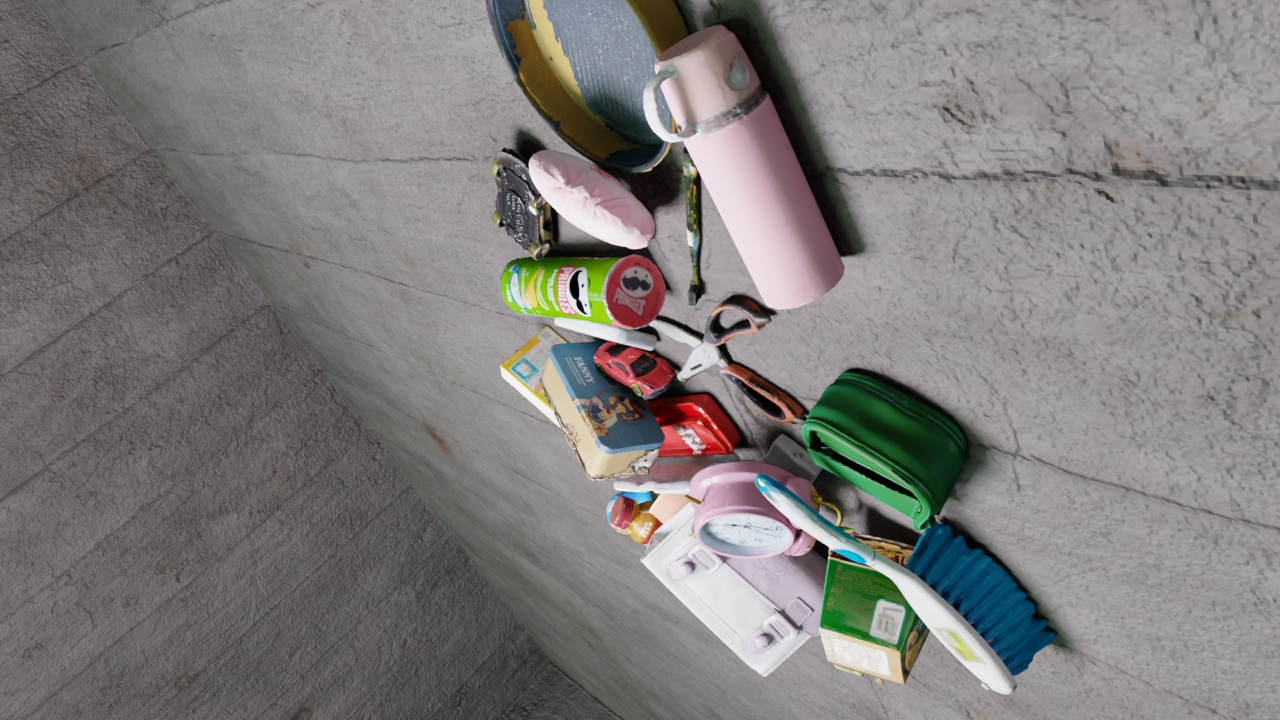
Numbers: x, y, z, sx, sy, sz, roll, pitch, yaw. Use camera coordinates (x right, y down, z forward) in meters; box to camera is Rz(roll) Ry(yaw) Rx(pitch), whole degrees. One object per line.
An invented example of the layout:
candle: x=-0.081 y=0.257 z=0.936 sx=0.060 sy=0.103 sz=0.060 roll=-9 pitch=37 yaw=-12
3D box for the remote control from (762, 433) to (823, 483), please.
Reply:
remote control: x=0.154 y=0.125 z=0.985 sx=0.056 sy=0.019 sz=0.135 roll=39 pitch=156 yaw=15

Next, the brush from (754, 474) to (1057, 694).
brush: x=0.236 y=0.180 z=0.810 sx=0.314 sy=0.109 sz=0.061 roll=47 pitch=158 yaw=-6

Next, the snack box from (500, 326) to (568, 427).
snack box: x=-0.102 y=0.028 z=1.183 sx=0.140 sy=0.086 sz=0.034 roll=38 pitch=155 yaw=19

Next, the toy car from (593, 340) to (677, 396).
toy car: x=-0.006 y=0.006 z=1.031 sx=0.106 sy=0.049 sz=0.031 roll=30 pitch=148 yaw=39

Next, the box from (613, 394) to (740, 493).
box: x=0.027 y=0.107 z=1.072 sx=0.095 sy=0.101 sz=0.202 roll=51 pitch=156 yaw=-12

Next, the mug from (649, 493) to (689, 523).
mug: x=0.081 y=0.184 z=1.135 sx=0.106 sy=0.081 sz=0.115 roll=40 pitch=144 yaw=11

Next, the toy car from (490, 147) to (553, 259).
toy car: x=-0.120 y=-0.164 z=0.961 sx=0.070 sy=0.042 sz=0.158 roll=41 pitch=157 yaw=12

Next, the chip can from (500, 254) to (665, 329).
chip can: x=-0.070 y=-0.076 z=0.981 sx=0.236 sy=0.072 sz=0.072 roll=9 pitch=137 yaw=56

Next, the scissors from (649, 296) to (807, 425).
scissors: x=0.079 y=-0.008 z=0.905 sx=0.223 sy=0.015 sz=0.189 roll=32 pitch=153 yaw=31

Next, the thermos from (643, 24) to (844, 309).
thermos: x=0.071 y=-0.126 z=0.640 sx=0.067 sy=0.087 sz=0.199 roll=11 pitch=140 yaw=52

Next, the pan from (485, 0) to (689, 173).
pan: x=-0.060 y=-0.276 z=0.634 sx=0.198 sy=0.078 sz=0.358 roll=33 pitch=153 yaw=29

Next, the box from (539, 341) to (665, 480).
box: x=-0.049 y=0.051 z=1.059 sx=0.184 sy=0.089 sz=0.062 roll=58 pitch=138 yaw=33

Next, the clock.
clock: x=0.126 y=0.156 z=0.938 sx=0.158 sy=0.059 sz=0.117 roll=0 pitch=142 yaw=7

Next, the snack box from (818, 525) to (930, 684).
snack box: x=0.230 y=0.243 z=0.895 sx=0.118 sy=0.105 sz=0.118 roll=9 pitch=143 yaw=27

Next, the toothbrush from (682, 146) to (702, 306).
toothbrush: x=0.045 y=-0.111 z=0.796 sx=0.012 sy=0.017 sz=0.186 roll=17 pitch=147 yaw=16

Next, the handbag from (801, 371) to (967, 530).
handbag: x=0.204 y=0.078 z=0.776 sx=0.131 sy=0.068 sz=0.120 roll=32 pitch=162 yaw=28

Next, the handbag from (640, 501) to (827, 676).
handbag: x=0.121 y=0.242 z=1.053 sx=0.197 sy=0.145 sz=0.098 roll=43 pitch=-166 yaw=-2

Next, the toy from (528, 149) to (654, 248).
toy: x=-0.039 y=-0.138 z=0.808 sx=0.121 sy=0.054 sz=0.159 roll=36 pitch=-176 yaw=7

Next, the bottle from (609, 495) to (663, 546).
bottle: x=0.044 y=0.228 z=1.209 sx=0.175 sy=0.057 sz=0.058 roll=26 pitch=161 yaw=-15

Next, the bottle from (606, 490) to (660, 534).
bottle: x=0.006 y=0.201 z=1.308 sx=0.065 sy=0.065 sz=0.219 roll=46 pitch=156 yaw=2

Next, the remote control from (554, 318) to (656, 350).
remote control: x=-0.041 y=-0.035 z=1.032 sx=0.055 sy=0.020 sz=0.136 roll=14 pitch=-178 yaw=-40
